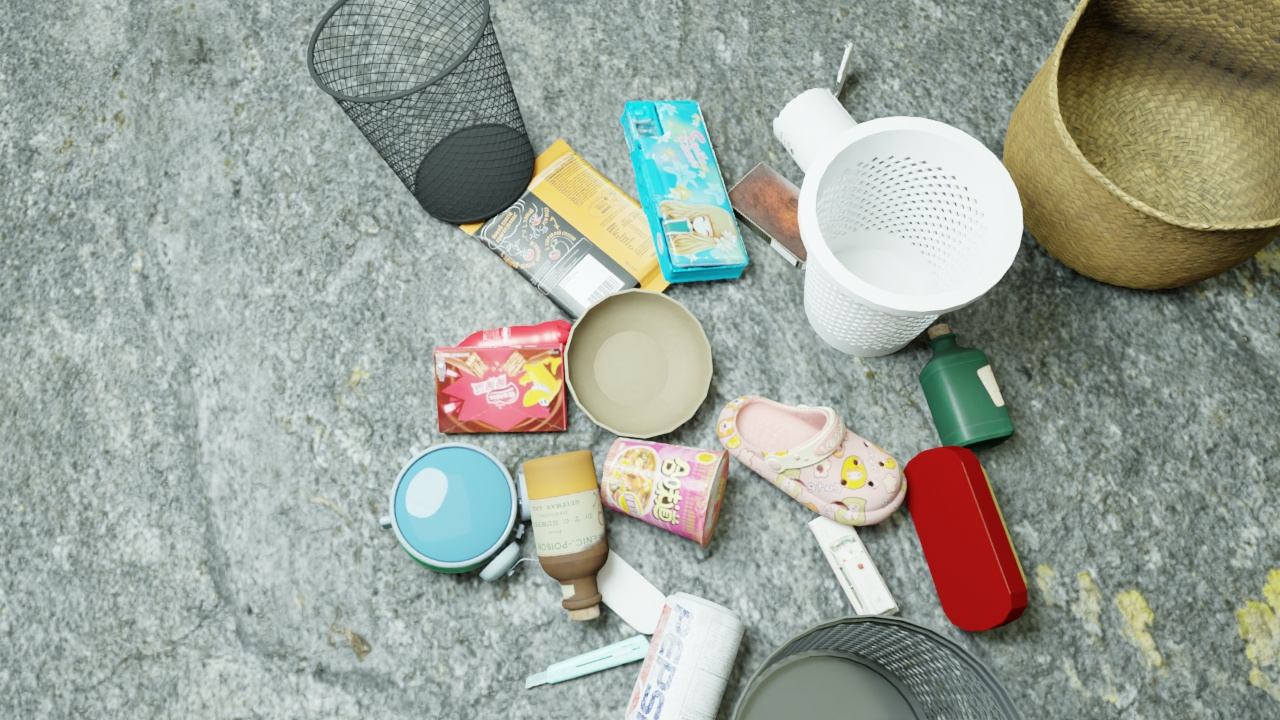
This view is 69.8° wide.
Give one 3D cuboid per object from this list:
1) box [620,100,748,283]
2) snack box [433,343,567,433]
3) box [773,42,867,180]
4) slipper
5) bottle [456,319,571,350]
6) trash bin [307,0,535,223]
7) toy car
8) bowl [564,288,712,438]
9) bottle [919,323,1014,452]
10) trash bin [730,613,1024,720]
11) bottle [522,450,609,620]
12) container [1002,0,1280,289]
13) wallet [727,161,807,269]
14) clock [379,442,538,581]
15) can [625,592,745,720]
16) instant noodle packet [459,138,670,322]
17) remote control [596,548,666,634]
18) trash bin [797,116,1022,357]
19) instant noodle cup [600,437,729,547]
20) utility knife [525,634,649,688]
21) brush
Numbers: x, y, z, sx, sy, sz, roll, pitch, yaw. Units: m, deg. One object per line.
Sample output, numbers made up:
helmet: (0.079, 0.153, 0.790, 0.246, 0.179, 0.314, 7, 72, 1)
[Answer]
box: (0.047, -0.193, 1.016, 0.094, 0.041, 0.226, -6, 65, -19)
snack box: (-0.144, 0.029, 0.948, 0.133, 0.021, 0.089, -2, 101, 1)
box: (0.223, -0.274, 1.038, 0.141, 0.083, 0.140, -33, 71, -4)
slipper: (0.169, 0.087, 0.900, 0.197, 0.082, 0.093, 25, 57, 14)
bottle: (-0.142, -0.015, 0.974, 0.141, 0.042, 0.042, -8, 70, 0)
trash bin: (-0.210, -0.265, 0.962, 0.184, 0.210, 0.183, -6, 60, 10)
toy car: (0.207, 0.198, 0.887, 0.039, 0.039, 0.113, -24, 71, -7)
bowl: (-0.006, 0.005, 0.946, 0.152, 0.050, 0.152, 1, 82, -10)
bottle: (0.323, 0.025, 0.933, 0.061, 0.061, 0.131, -12, 70, -5)
trash bin: (0.170, 0.327, 0.741, 0.218, 0.227, 0.217, -1, 70, 2)
bottle: (-0.066, 0.168, 0.872, 0.068, 0.068, 0.157, -10, 87, -2)
container: (0.535, -0.223, 0.946, 0.307, 0.197, 0.306, 0, 69, 0)
wallet: (0.160, -0.164, 1.029, 0.123, 0.019, 0.072, 42, 77, 15)
clock: (-0.164, 0.152, 0.903, 0.161, 0.075, 0.121, 21, 71, -4)
can: (0.040, 0.289, 0.839, 0.078, 0.078, 0.136, 19, 72, 8)
instant noodle packet: (-0.067, -0.135, 1.019, 0.221, 0.032, 0.159, 40, 74, 15)
remote control: (-0.028, 0.216, 0.902, 0.136, 0.013, 0.043, 38, 76, 14)
trash bin: (0.242, -0.099, 0.907, 0.195, 0.200, 0.195, -1, 70, 2)
instant noodle cup: (0.023, 0.122, 0.898, 0.109, 0.098, 0.097, 13, 71, 15)
utility knife: (-0.050, 0.290, 0.877, 0.126, 0.015, 0.022, -17, 72, -1)
brush: (0.312, 0.167, 0.876, 0.041, 0.082, 0.173, -2, 67, -31)
